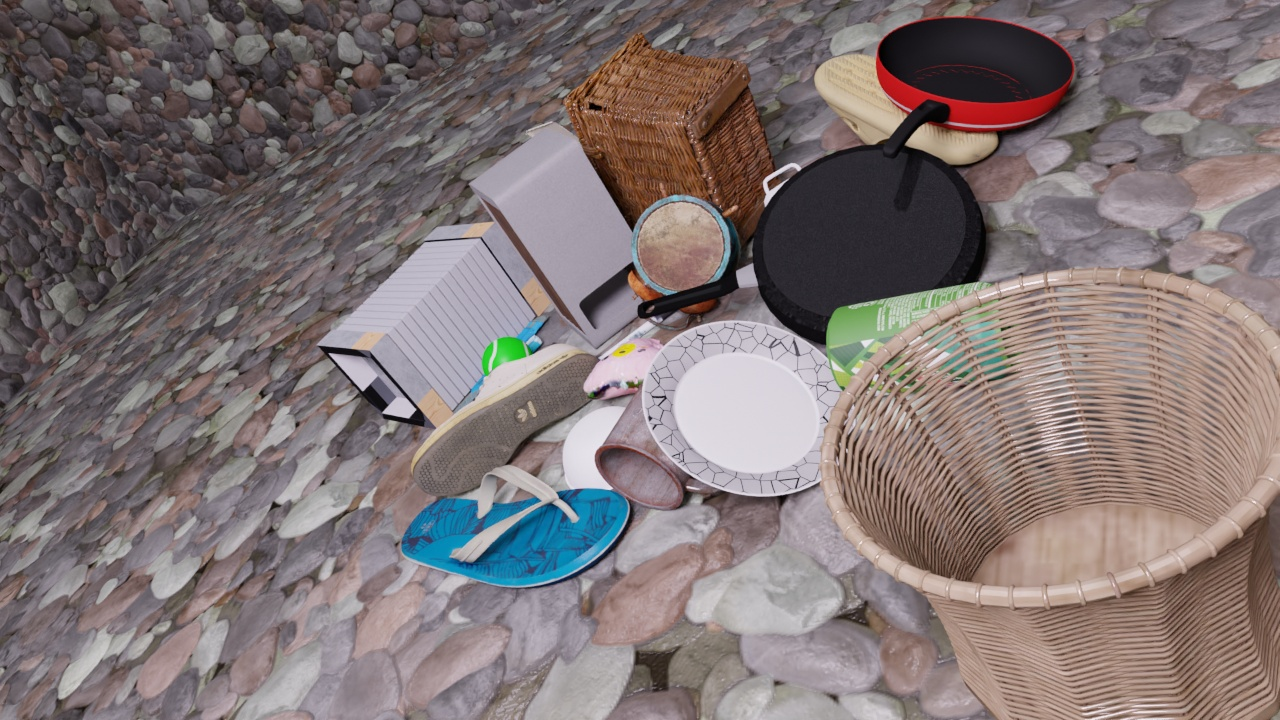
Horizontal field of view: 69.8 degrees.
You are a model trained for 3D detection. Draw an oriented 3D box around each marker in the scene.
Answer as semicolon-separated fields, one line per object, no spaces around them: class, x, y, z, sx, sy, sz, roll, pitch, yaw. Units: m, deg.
marker;-0.010;-0.027;1.094;0.152;0.011;0.011;-36;31;-4

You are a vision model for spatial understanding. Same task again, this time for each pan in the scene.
pan;0.330;-0.282;0.983;0.209;0.067;0.355;23;50;24
pan;0.158;-0.101;0.922;0.357;0.034;0.225;-15;59;16

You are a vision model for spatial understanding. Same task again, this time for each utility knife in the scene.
utility knife;-0.169;0.011;1.185;0.117;0.015;0.022;-49;28;-19
utility knife;-0.186;0.006;1.207;0.031;0.015;0.195;-1;45;48

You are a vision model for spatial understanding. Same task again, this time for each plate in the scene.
plate;0.095;0.042;0.815;0.188;0.016;0.188;3;52;-4

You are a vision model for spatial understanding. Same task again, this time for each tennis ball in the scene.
tennis ball;-0.164;0.003;1.141;0.065;0.065;0.065;-24;33;16

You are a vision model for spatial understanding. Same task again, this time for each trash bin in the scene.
trash bin;-0.085;-0.147;1.117;0.114;0.229;0.114;-38;31;-8
trash bin;-0.273;-0.052;1.241;0.143;0.142;0.246;5;48;46

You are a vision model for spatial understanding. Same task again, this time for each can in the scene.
can;0.239;-0.016;0.779;0.144;0.083;0.082;-10;38;34

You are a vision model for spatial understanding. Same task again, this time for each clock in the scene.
clock;0.048;-0.113;1.058;0.121;0.158;0.073;19;11;11

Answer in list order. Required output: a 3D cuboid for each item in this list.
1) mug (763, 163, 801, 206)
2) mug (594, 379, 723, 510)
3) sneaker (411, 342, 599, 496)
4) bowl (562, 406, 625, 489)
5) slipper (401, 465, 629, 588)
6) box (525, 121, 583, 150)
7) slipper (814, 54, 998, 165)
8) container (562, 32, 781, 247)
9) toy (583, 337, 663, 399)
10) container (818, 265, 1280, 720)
mug;0.181;-0.168;1.019;0.068;0.094;0.115;-31;69;7
mug;0.035;0.076;0.849;0.123;0.096;0.110;21;59;17
sneaker;-0.162;0.052;1.042;0.241;0.089;0.102;-34;38;-12
bowl;-0.041;0.082;0.942;0.110;0.040;0.109;-24;32;16
slipper;-0.144;0.163;0.910;0.296;0.060;0.118;-6;44;37
box;-0.113;-0.274;1.376;0.146;0.185;0.065;-6;65;44
slipper;0.303;-0.282;1.089;0.111;0.079;0.261;-23;46;-24
container;0.057;-0.255;1.142;0.183;0.250;0.161;16;55;40
toy;-0.006;0.006;1.006;0.103;0.050;0.093;-9;34;30
container;0.242;0.095;0.513;0.227;0.196;0.226;-24;33;16
